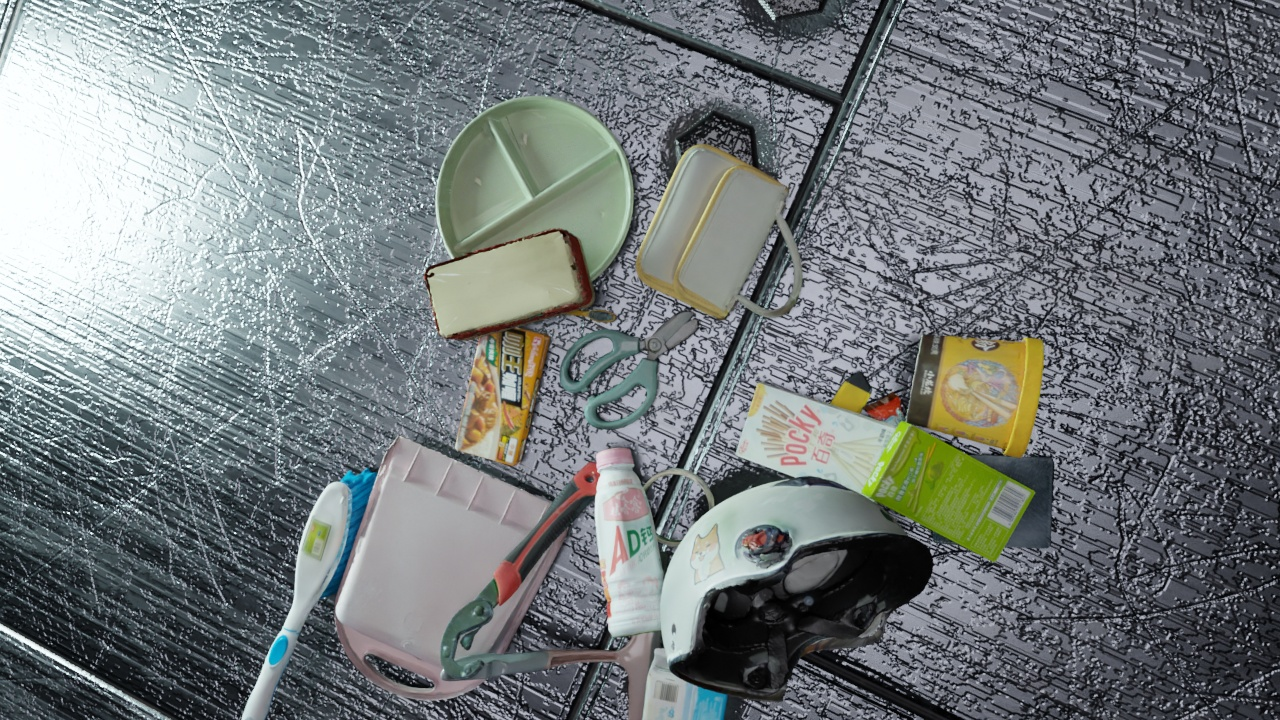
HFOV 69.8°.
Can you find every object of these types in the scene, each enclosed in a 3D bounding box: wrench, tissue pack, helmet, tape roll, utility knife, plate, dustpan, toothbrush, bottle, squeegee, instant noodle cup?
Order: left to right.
[{"bbox_3d":[-0.235,0.252,1.058,0.222,0.139,0.273,26,73,0],"label":"dustpan"},{"bbox_3d":[-0.124,0.217,0.986,0.056,0.016,0.272,29,64,18],"label":"wrench"},{"bbox_3d":[-0.122,-0.061,1.041,0.191,0.018,0.016,8,92,10],"label":"toothbrush"},{"bbox_3d":[-0.119,-0.180,1.032,0.230,0.027,0.230,1,93,11],"label":"plate"},{"bbox_3d":[-0.097,0.328,1.002,0.249,0.040,0.247,4,93,-25],"label":"squeegee"},{"bbox_3d":[-0.014,0.194,0.989,0.068,0.068,0.196,-12,72,10],"label":"bottle"},{"bbox_3d":[0.039,0.164,1.022,0.086,0.014,0.086,0,92,10],"label":"tape roll"},{"bbox_3d":[0.049,0.390,1.003,0.090,0.063,0.140,8,92,9],"label":"tissue pack"},{"bbox_3d":[0.136,0.210,0.924,0.274,0.230,0.156,-41,43,14],"label":"helmet"},{"bbox_3d":[0.195,0.100,0.991,0.033,0.015,0.195,29,98,14],"label":"utility knife"},{"bbox_3d":[0.332,0.028,0.918,0.114,0.118,0.118,10,94,18],"label":"instant noodle cup"}]

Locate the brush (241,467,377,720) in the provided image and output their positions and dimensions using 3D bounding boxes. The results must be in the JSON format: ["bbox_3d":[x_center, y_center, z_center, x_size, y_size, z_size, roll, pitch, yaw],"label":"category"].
[{"bbox_3d":[-0.383,0.277,1.056,0.060,0.109,0.314,21,97,8],"label":"brush"}]

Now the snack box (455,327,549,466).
[{"bbox_3d":[-0.158,0.037,1.047,0.075,0.026,0.154,14,94,9],"label":"snack box"}]

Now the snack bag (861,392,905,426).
[{"bbox_3d":[0.271,0.089,0.970,0.048,0.026,0.104,-21,91,-18],"label":"snack bag"}]

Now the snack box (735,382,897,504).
[{"bbox_3d":[0.186,0.086,0.969,0.157,0.026,0.085,19,99,21],"label":"snack box"}]

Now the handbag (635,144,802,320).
[{"bbox_3d":[0.098,-0.126,0.981,0.179,0.063,0.163,27,98,5],"label":"handbag"}]

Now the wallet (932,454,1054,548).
[{"bbox_3d":[0.369,0.146,0.960,0.121,0.019,0.097,2,92,7],"label":"wallet"}]

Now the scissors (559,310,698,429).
[{"bbox_3d":[-0.020,-0.015,1.026,0.132,0.019,0.186,35,96,7],"label":"scissors"}]

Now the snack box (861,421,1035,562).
[{"bbox_3d":[0.310,0.133,0.926,0.156,0.026,0.086,27,93,-10],"label":"snack box"}]

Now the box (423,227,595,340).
[{"bbox_3d":[-0.142,-0.078,0.986,0.168,0.080,0.091,-15,89,11],"label":"box"}]
